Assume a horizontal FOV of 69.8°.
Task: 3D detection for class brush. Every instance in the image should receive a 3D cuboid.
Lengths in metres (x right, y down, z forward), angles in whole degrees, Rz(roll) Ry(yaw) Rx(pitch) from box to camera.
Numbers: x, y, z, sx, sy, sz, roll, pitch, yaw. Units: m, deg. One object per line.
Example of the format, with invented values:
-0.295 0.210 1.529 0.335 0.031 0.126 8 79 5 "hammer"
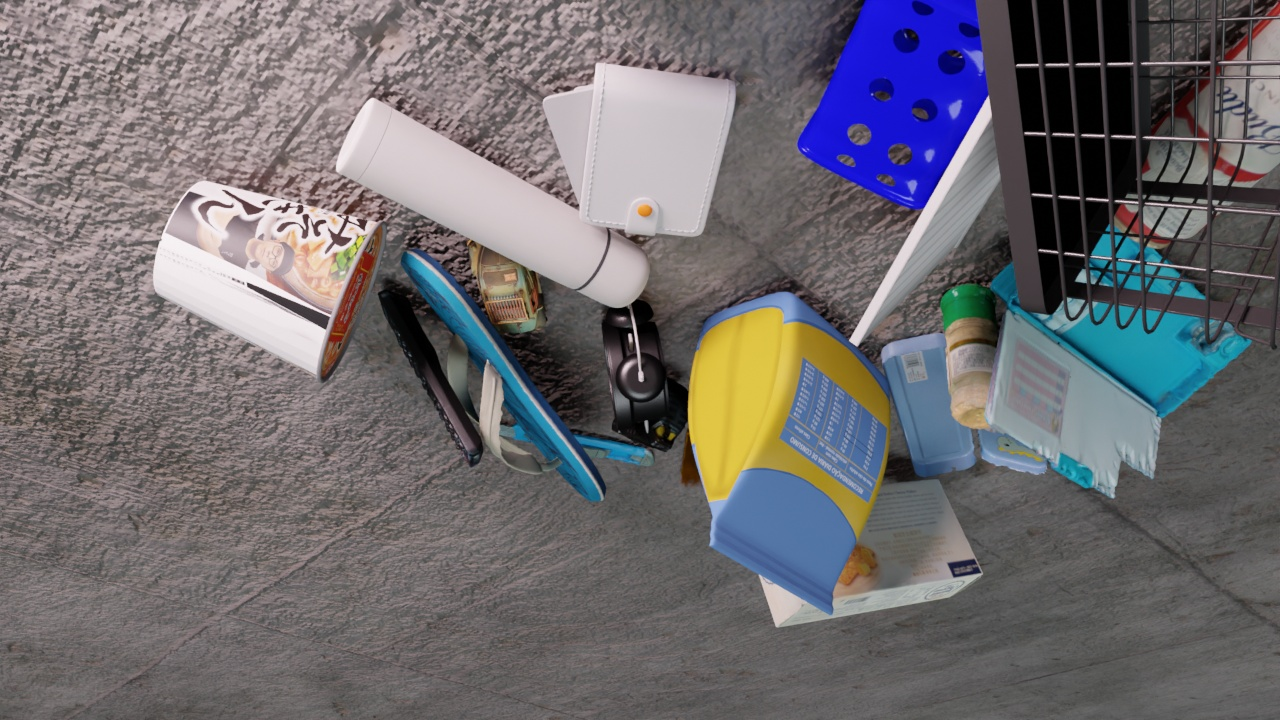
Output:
0.065 0.085 0.893 0.048 0.017 0.127 2 142 -1 "brush"

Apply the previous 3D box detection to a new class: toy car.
-0.101 -0.049 0.700 0.047 0.047 0.112 -5 142 3 "toy car"

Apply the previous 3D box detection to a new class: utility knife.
-0.066 0.082 0.897 0.174 0.015 0.031 13 137 -12 "utility knife"

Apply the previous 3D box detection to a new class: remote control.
-0.161 0.012 0.718 0.022 0.150 0.047 -28 167 -17 "remote control"

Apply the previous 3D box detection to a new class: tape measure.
0.012 0.044 0.802 0.038 0.062 0.067 30 172 -32 "tape measure"

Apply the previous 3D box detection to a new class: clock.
-0.004 0.004 0.732 0.042 0.091 0.121 -9 149 -4 "clock"

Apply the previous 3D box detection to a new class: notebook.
0.202 -0.112 0.553 0.009 0.142 0.210 39 145 17 "notebook"

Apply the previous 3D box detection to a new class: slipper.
-0.121 0.029 0.753 0.060 0.118 0.295 -40 133 -11 "slipper"

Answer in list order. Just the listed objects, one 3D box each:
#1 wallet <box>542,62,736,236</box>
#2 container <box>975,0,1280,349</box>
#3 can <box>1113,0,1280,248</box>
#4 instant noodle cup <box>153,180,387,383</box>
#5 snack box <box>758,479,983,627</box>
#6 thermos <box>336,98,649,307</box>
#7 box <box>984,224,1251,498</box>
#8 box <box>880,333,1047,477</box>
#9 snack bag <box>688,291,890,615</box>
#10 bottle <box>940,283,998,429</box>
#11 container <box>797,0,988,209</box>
-0.007 -0.135 0.595 0.115 0.037 0.119 6 139 -5 "wallet"
0.263 -0.133 0.424 0.130 0.162 0.241 16 144 41 "container"
0.356 -0.143 0.545 0.067 0.067 0.171 13 141 -15 "can"
-0.259 -0.063 0.644 0.121 0.123 0.124 21 139 -9 "instant noodle cup"
0.207 0.175 0.856 0.207 0.104 0.058 -1 146 -26 "snack box"
-0.092 -0.100 0.630 0.224 0.052 0.052 26 137 -28 "thermos"
0.347 0.002 0.691 0.227 0.072 0.182 27 94 -30 "box"
0.293 0.043 0.820 0.128 0.034 0.209 -4 144 25 "box"
0.115 0.075 0.718 0.102 0.204 0.159 -18 139 40 "snack bag"
0.251 -0.004 0.690 0.043 0.110 0.043 5 146 3 "bottle"
0.153 -0.161 0.503 0.085 0.084 0.114 28 140 7 "container"
